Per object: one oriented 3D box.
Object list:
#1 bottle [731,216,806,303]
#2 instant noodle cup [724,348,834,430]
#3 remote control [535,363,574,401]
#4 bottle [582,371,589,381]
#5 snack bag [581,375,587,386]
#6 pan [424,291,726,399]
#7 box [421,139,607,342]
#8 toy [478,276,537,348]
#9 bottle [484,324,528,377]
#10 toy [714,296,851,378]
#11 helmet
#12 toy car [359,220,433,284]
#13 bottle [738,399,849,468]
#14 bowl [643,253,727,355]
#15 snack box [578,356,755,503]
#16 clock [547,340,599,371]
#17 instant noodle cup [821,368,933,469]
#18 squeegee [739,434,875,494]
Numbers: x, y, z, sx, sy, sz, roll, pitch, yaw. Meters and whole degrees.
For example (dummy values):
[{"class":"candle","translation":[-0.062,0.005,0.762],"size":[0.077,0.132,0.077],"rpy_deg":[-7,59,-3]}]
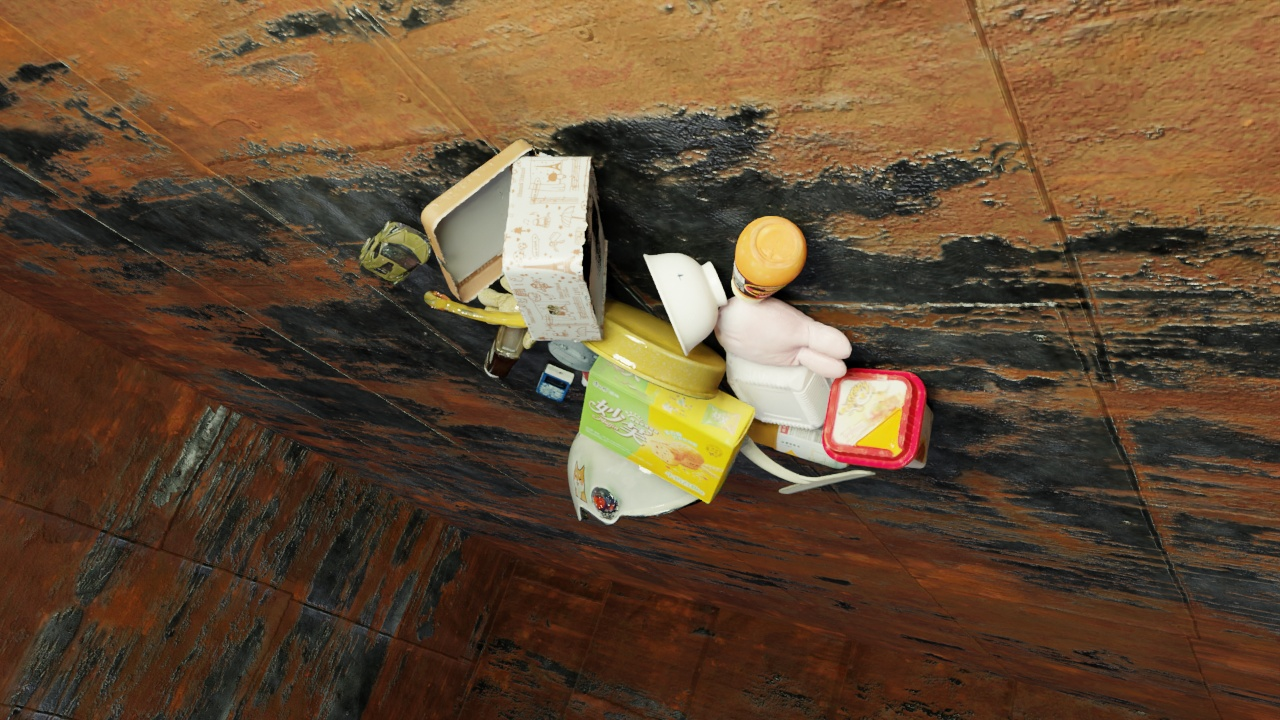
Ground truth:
[{"class":"bottle","translation":[0.119,-0.091,0.913],"size":[0.067,0.066,0.150],"rpy_deg":[20,166,1]},{"class":"instant noodle cup","translation":[0.176,0.032,1.161],"size":[0.138,0.060,0.173],"rpy_deg":[8,155,29]},{"class":"remote control","translation":[-0.141,0.036,1.505],"size":[0.049,0.024,0.125],"rpy_deg":[22,160,-6]},{"class":"bottle","translation":[-0.007,0.007,1.254],"size":[0.175,0.057,0.057],"rpy_deg":[-6,147,44]},{"class":"snack bag","translation":[0.009,0.042,1.350],"size":[0.191,0.038,0.110],"rpy_deg":[0,167,33]},{"class":"pan","translation":[-0.069,-0.033,1.065],"size":[0.357,0.078,0.197],"rpy_deg":[23,-168,-13]},{"class":"box","translation":[-0.129,-0.119,0.934],"size":[0.174,0.151,0.182],"rpy_deg":[-1,157,4]},{"class":"toy","translation":[-0.159,-0.070,1.222],"size":[0.157,0.066,0.105],"rpy_deg":[6,114,41]},{"class":"bottle","translation":[-0.203,-0.013,1.364],"size":[0.044,0.079,0.195],"rpy_deg":[18,162,-11]},{"class":"toy","translation":[0.159,-0.025,1.036],"size":[0.159,0.054,0.121],"rpy_deg":[20,156,13]},{"class":"helmet","translation":[-0.007,0.144,1.440],"size":[0.275,0.229,0.157],"rpy_deg":[-9,104,56]},{"class":"toy car","translation":[-0.323,-0.142,1.210],"size":[0.070,0.042,0.158],"rpy_deg":[29,155,-23]},{"class":"bottle","translation":[0.204,0.094,1.274],"size":[0.190,0.068,0.068],"rpy_deg":[16,159,18]},{"class":"bowl","translation":[0.055,-0.071,0.986],"size":[0.065,0.118,0.118],"rpy_deg":[-22,150,4]},{"class":"snack box","translation":[0.029,0.080,1.197],"size":[0.210,0.069,0.158],"rpy_deg":[27,145,10]},{"class":"clock","translation":[-0.072,-0.031,1.228],"size":[0.082,0.055,0.122],"rpy_deg":[32,150,-18]},{"class":"instant noodle cup","translation":[0.296,0.078,1.111],"size":[0.117,0.116,0.124],"rpy_deg":[4,166,36]},{"class":"squeegee","translation":[0.148,0.110,1.225],"size":[0.246,0.039,0.247],"rpy_deg":[36,159,-6]}]
